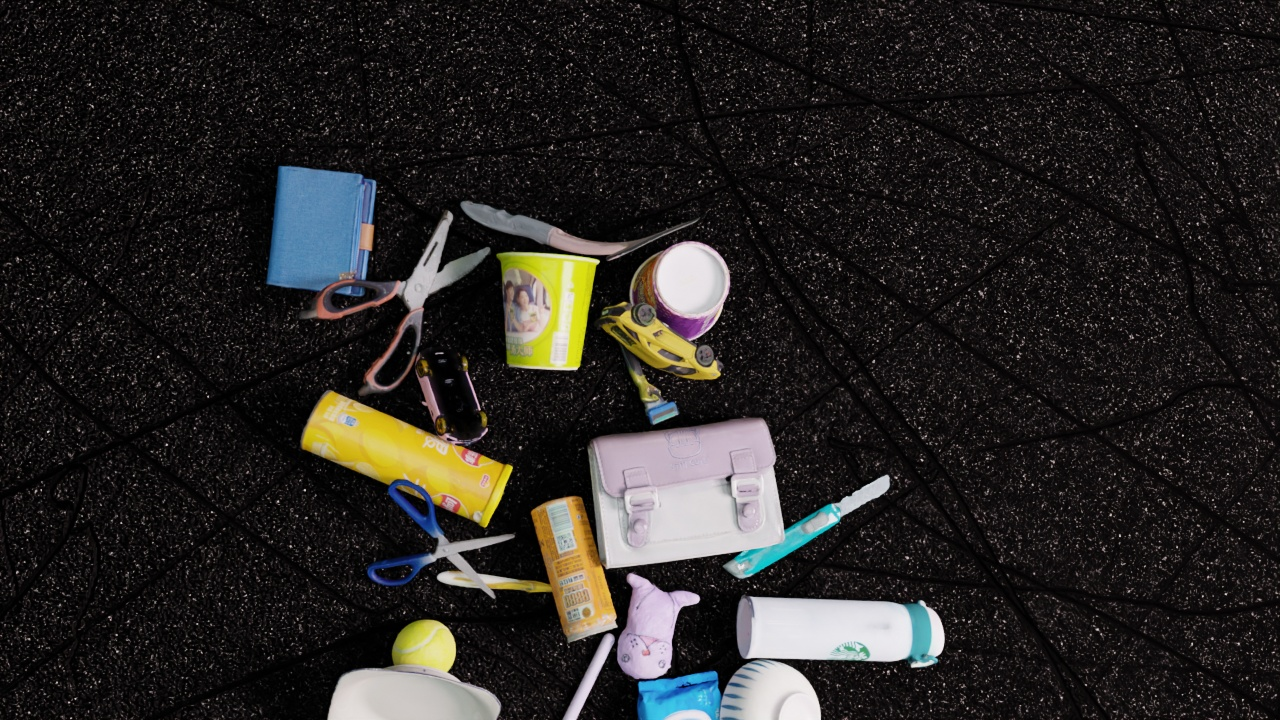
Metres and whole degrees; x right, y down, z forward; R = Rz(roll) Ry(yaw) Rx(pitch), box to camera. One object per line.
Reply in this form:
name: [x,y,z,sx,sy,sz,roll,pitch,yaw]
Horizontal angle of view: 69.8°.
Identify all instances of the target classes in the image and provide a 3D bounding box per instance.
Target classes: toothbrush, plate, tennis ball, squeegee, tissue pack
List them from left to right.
plate: [-0.231,0.357,0.937,0.164,0.034,0.164,16,126,-11]
tennis ball: [-0.227,0.305,0.962,0.065,0.065,0.065,1,84,-8]
toothbrush: [-0.127,0.249,1.005,0.191,0.018,0.016,8,99,-7]
squeegee: [-0.088,-0.141,1.008,0.250,0.247,0.040,12,110,18]
toothbrush: [-0.072,0.386,0.999,0.021,0.029,0.189,19,79,33]
tissue pack: [0.050,0.422,0.994,0.095,0.052,0.157,-7,85,-8]

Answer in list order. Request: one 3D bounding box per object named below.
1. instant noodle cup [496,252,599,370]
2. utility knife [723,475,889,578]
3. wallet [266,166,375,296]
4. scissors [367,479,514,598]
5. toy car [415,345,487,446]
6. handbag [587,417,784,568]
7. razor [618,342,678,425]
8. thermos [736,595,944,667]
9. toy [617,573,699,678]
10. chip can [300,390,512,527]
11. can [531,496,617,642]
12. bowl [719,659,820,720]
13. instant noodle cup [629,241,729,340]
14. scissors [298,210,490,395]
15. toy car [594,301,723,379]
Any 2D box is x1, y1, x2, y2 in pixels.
instant noodle cup: [-0.104,-0.052,1.001,0.111,0.112,0.123,3,92,-7]
utility knife: [0.196,0.191,1.057,0.222,0.013,0.029,-29,89,-10]
wallet: [-0.348,-0.141,1.004,0.106,0.040,0.133,6,93,-6]
scissors: [-0.218,0.199,0.971,0.162,0.012,0.173,-34,108,15]
toy car: [-0.207,0.039,0.994,0.056,0.037,0.122,-8,63,-34]
handbag: [0.047,0.143,1.005,0.197,0.098,0.145,-7,80,-9]
razor: [-0.006,0.006,1.046,0.042,0.022,0.142,-20,82,-43]
thermos: [0.224,0.303,1.022,0.224,0.073,0.073,4,83,-8]
toy: [0.013,0.297,1.009,0.084,0.039,0.108,15,82,0]
chip can: [-0.247,0.104,0.979,0.213,0.072,0.072,24,81,-4]
can: [-0.071,0.221,0.982,0.058,0.058,0.146,-15,74,-9]
bowl: [0.150,0.384,0.983,0.116,0.066,0.116,8,75,-32]
instant noodle cup: [0.048,-0.082,1.023,0.111,0.099,0.111,1,83,-6]
scissors: [-0.262,-0.063,1.008,0.226,0.015,0.189,-11,98,-24]
toy car: [0.023,-0.017,1.013,0.156,0.071,0.041,32,72,-19]
